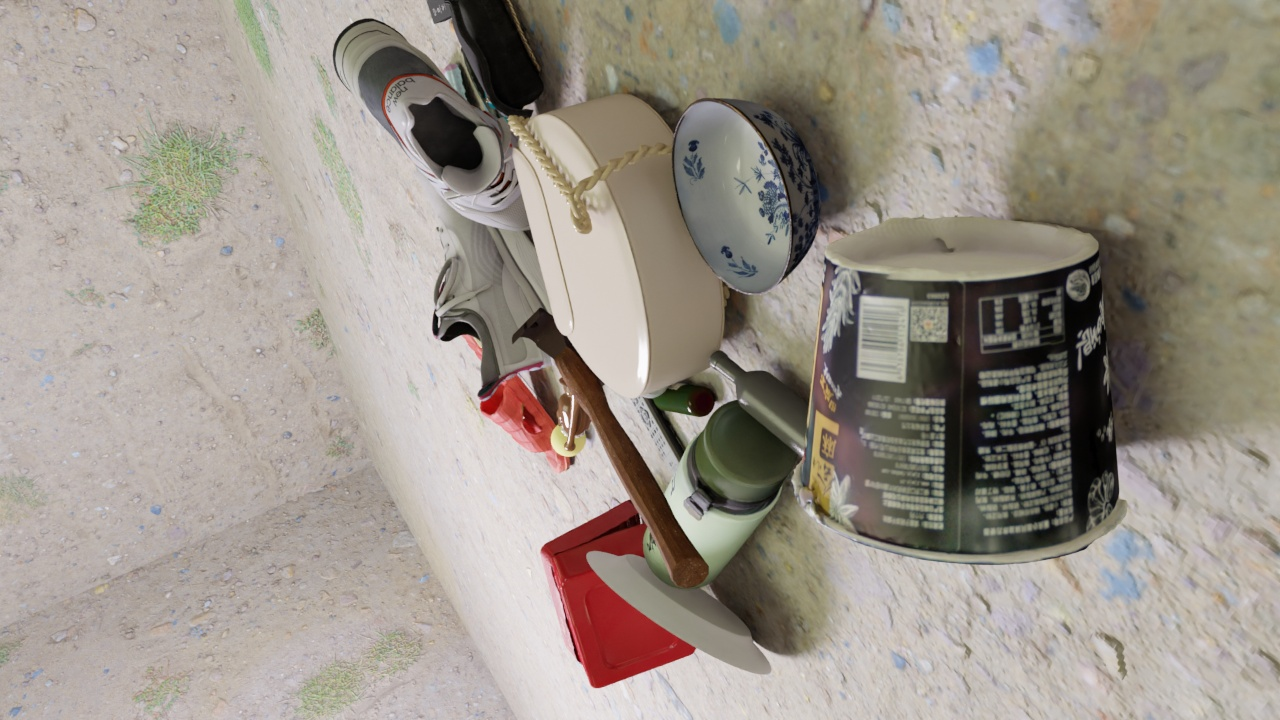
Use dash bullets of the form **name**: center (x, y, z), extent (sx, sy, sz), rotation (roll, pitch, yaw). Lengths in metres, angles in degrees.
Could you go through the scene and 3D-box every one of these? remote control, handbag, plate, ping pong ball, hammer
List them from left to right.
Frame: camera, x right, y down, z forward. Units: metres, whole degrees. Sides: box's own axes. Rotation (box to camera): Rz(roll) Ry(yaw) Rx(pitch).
- **remote control**: center (-0.173, -0.342, 0.854), extent (0.150, 0.013, 0.034), rotation (21, 131, 60)
- **handbag**: center (-0.128, -0.262, 0.784), extent (0.128, 0.054, 0.079), rotation (63, 164, -6)
- **ping pong ball**: center (-0.082, 0.090, 1.047), extent (0.040, 0.040, 0.040), rotation (48, 152, 36)
- **handbag**: center (-0.025, -0.081, 0.672), extent (0.209, 0.103, 0.211), rotation (33, 139, 59)
- **hammer**: center (-0.024, 0.055, 0.713), extent (0.115, 0.033, 0.322), rotation (40, -171, -36)
- **remote control**: center (0.006, 0.046, 0.841), extent (0.136, 0.013, 0.033), rotation (59, 157, 15)
- **plate**: center (0.038, 0.214, 0.813), extent (0.188, 0.016, 0.188), rotation (31, 179, 0)

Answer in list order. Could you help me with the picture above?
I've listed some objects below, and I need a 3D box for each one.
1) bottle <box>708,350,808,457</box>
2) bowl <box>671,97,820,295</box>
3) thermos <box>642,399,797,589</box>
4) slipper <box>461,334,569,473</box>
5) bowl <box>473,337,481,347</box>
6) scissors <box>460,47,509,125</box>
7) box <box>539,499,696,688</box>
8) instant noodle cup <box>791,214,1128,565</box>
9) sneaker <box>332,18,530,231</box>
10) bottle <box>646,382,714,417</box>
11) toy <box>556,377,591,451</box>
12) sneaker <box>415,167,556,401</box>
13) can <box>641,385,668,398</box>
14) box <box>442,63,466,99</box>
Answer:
- **bottle**: center (0.087, 0.028, 0.606), extent (0.113, 0.030, 0.030), rotation (41, 148, 32)
- **bowl**: center (0.067, -0.098, 0.522), extent (0.114, 0.045, 0.114), rotation (49, 152, 36)
- **thermos**: center (0.055, 0.110, 0.709), extent (0.082, 0.082, 0.232), rotation (57, 156, 20)
- **slipper**: center (-0.167, 0.048, 1.115), extent (0.249, 0.059, 0.103), rotation (58, 166, -20)
- **bowl**: center (-0.150, -0.056, 1.008), extent (0.150, 0.075, 0.151), rotation (49, 153, 35)
- **scissors**: center (-0.134, -0.243, 0.860), extent (0.123, 0.019, 0.148), rotation (44, 151, 41)
- **box**: center (-0.022, 0.249, 0.960), extent (0.110, 0.133, 0.158), rotation (39, 147, 53)
- **instant noodle cup**: center (0.132, 0.003, 0.384), extent (0.137, 0.137, 0.112), rotation (27, 127, 57)
- **sneaker**: center (-0.141, -0.165, 0.747), extent (0.239, 0.089, 0.124), rotation (39, -173, -43)
- **bottle**: center (0.027, 0.031, 0.766), extent (0.106, 0.025, 0.025), rotation (5, 117, 65)
- **toy**: center (-0.068, 0.048, 0.971), extent (0.054, 0.041, 0.102), rotation (-81, 1, -49)
- **sneaker**: center (-0.165, -0.086, 0.898), extent (0.263, 0.128, 0.097), rotation (56, 169, 11)
- **can**: center (-0.005, 0.005, 0.782), extent (0.095, 0.032, 0.032), rotation (-143, 34, -66)
- **box**: center (-0.206, -0.226, 1.028), extent (0.215, 0.034, 0.151), rotation (-17, 93, 67)
